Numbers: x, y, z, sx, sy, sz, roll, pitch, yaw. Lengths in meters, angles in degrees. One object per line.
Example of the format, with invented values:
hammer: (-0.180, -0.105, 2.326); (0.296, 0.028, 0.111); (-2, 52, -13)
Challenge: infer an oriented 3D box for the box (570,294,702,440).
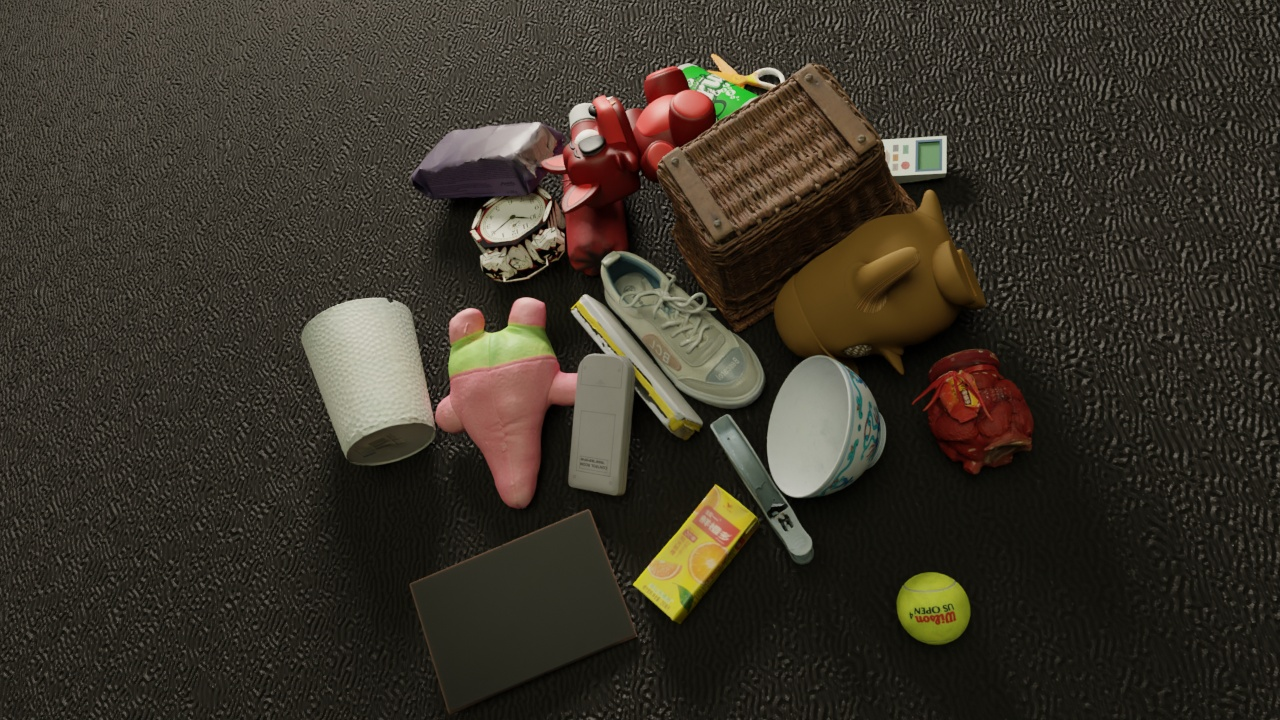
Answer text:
box: (-0.007, 0.007, 1.036); (0.033, 0.064, 0.209); (-45, 62, 8)

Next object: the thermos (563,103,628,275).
thermos: (-0.061, -0.222, 1.148); (0.073, 0.073, 0.239); (-12, 63, 11)

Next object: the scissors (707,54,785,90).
scissors: (0.133, -0.369, 1.191); (0.097, 0.012, 0.133); (-34, 63, -1)

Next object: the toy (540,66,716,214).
toy: (-0.015, -0.247, 1.049); (0.197, 0.120, 0.158); (-25, 39, 0)

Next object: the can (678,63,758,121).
can: (0.090, -0.302, 1.131); (0.140, 0.088, 0.087); (35, 80, 27)

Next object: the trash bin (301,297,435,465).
trash bin: (-0.315, 0.029, 1.084); (0.133, 0.133, 0.161); (-25, 67, 4)

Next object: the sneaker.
sneaker: (0.038, -0.039, 1.028); (0.089, 0.091, 0.242); (-43, 63, -7)

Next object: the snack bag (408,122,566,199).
snack bag: (-0.202, -0.259, 1.183); (0.206, 0.058, 0.096); (4, 49, 33)

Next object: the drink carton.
drink carton: (0.060, 0.199, 0.943); (0.058, 0.043, 0.134); (37, 82, 24)

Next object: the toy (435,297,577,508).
toy: (-0.150, 0.051, 1.048); (0.192, 0.097, 0.236); (-11, 78, 10)

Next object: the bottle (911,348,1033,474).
bottle: (0.327, 0.050, 0.900); (0.099, 0.099, 0.111); (-13, 59, 10)

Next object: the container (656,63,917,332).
container: (0.148, -0.181, 0.990); (0.250, 0.183, 0.162); (-33, 68, 7)

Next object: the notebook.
notebook: (-0.125, 0.262, 0.965); (0.209, 0.008, 0.141); (-23, 72, 1)

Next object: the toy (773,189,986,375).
toy: (0.237, -0.060, 0.954); (0.204, 0.198, 0.162); (-24, 78, 26)

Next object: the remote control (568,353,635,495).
remote control: (-0.041, 0.069, 1.006); (0.074, 0.019, 0.151); (4, 89, 39)

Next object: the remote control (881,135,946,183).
remote control: (0.283, -0.232, 1.077); (0.143, 0.024, 0.049); (0, 71, 18)

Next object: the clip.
clip: (0.130, 0.138, 0.953); (0.028, 0.127, 0.167); (-32, 70, 2)

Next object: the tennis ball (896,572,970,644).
tennis ball: (0.272, 0.230, 0.852); (0.065, 0.065, 0.065); (-6, 65, 14)

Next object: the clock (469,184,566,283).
clock: (-0.146, -0.146, 1.141); (0.115, 0.065, 0.154); (-20, 47, 6)

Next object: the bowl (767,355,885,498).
bowl: (0.198, 0.073, 0.926); (0.074, 0.144, 0.143); (13, 65, -21)
